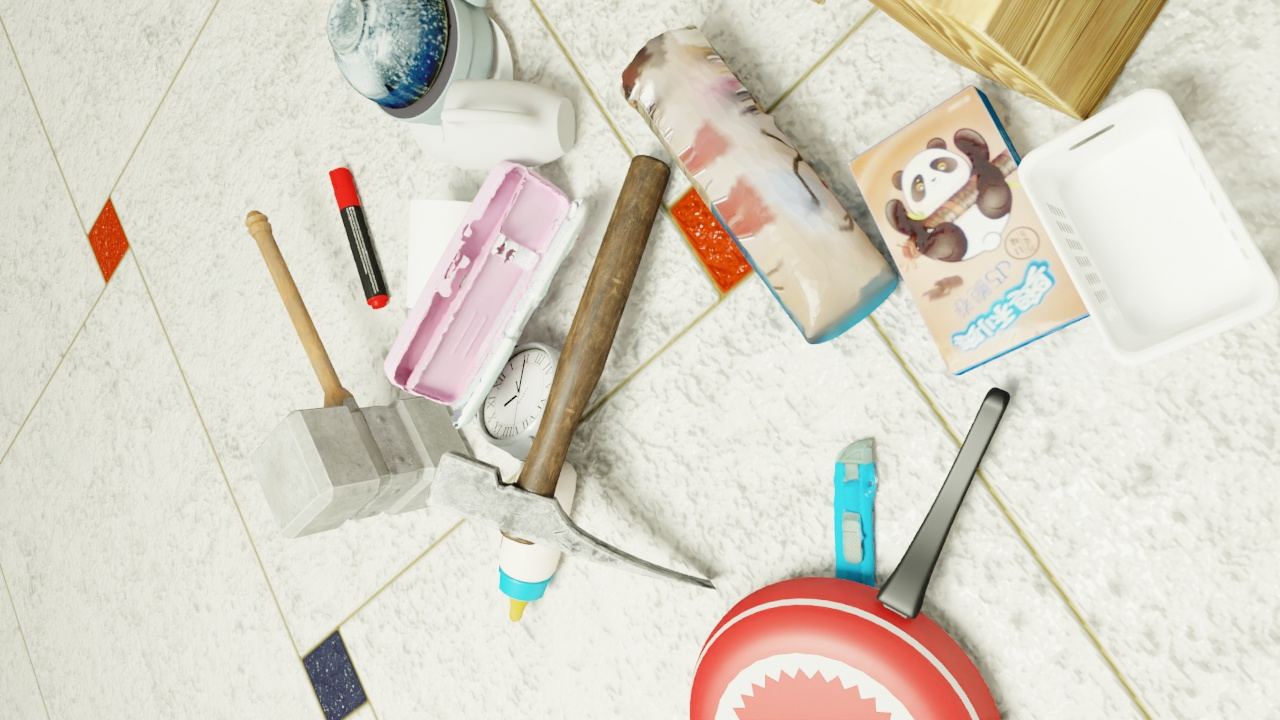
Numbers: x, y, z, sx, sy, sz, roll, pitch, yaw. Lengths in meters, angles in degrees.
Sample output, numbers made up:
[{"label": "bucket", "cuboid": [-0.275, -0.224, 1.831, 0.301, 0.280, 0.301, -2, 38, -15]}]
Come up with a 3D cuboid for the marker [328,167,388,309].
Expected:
[{"label": "marker", "cuboid": [-0.275, -0.119, 0.896, 0.024, 0.021, 0.145, -34, 72, 55]}]

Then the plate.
[{"label": "plate", "cuboid": [-0.159, -0.240, 0.810, 0.135, 0.011, 0.134, 3, 95, 35]}]

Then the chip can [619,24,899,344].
[{"label": "chip can", "cuboid": [0.075, -0.120, 0.612, 0.080, 0.079, 0.229, -44, 69, 29]}]

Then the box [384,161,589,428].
[{"label": "box", "cuboid": [-0.108, -0.046, 0.716, 0.095, 0.088, 0.202, 33, 94, 43]}]

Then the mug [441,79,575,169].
[{"label": "mug", "cuboid": [-0.106, -0.186, 0.718, 0.089, 0.107, 0.071, 5, 99, 15]}]

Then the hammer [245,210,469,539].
[{"label": "hammer", "cuboid": [-0.294, -0.009, 0.829, 0.083, 0.162, 0.317, -40, 71, 30]}]

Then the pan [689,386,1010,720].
[{"label": "pan", "cuboid": [0.150, 0.182, 0.582, 0.209, 0.067, 0.357, 26, 111, 22]}]

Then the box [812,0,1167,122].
[{"label": "box", "cuboid": [0.171, -0.294, 0.421, 0.215, 0.256, 0.280, 39, 114, 25]}]

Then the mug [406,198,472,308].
[{"label": "mug", "cuboid": [-0.169, -0.091, 0.799, 0.111, 0.073, 0.090, 15, 103, 60]}]

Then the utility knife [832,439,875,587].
[{"label": "utility knife", "cuboid": [0.146, 0.139, 0.618, 0.031, 0.015, 0.173, -2, 94, 37]}]

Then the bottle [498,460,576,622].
[{"label": "bottle", "cuboid": [-0.091, 0.153, 0.764, 0.051, 0.051, 0.146, 22, 106, 32]}]

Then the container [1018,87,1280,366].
[{"label": "container", "cuboid": [0.271, -0.069, 0.492, 0.081, 0.049, 0.129, -30, 76, 33]}]

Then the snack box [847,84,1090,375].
[{"label": "snack box", "cuboid": [0.198, -0.077, 0.554, 0.087, 0.034, 0.151, -30, 77, 32]}]

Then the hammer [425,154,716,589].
[{"label": "hammer", "cuboid": [-0.004, 0.004, 0.680, 0.217, 0.037, 0.300, 20, 87, -2]}]

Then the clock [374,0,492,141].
[{"label": "clock", "cuboid": [-0.180, -0.277, 0.788, 0.122, 0.045, 0.159, 27, 107, 31]}]

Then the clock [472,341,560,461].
[{"label": "clock", "cuboid": [-0.097, 0.028, 0.749, 0.123, 0.035, 0.094, 24, 83, 47]}]

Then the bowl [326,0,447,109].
[{"label": "bowl", "cuboid": [-0.218, -0.268, 0.751, 0.115, 0.060, 0.114, 4, 96, 37]}]
